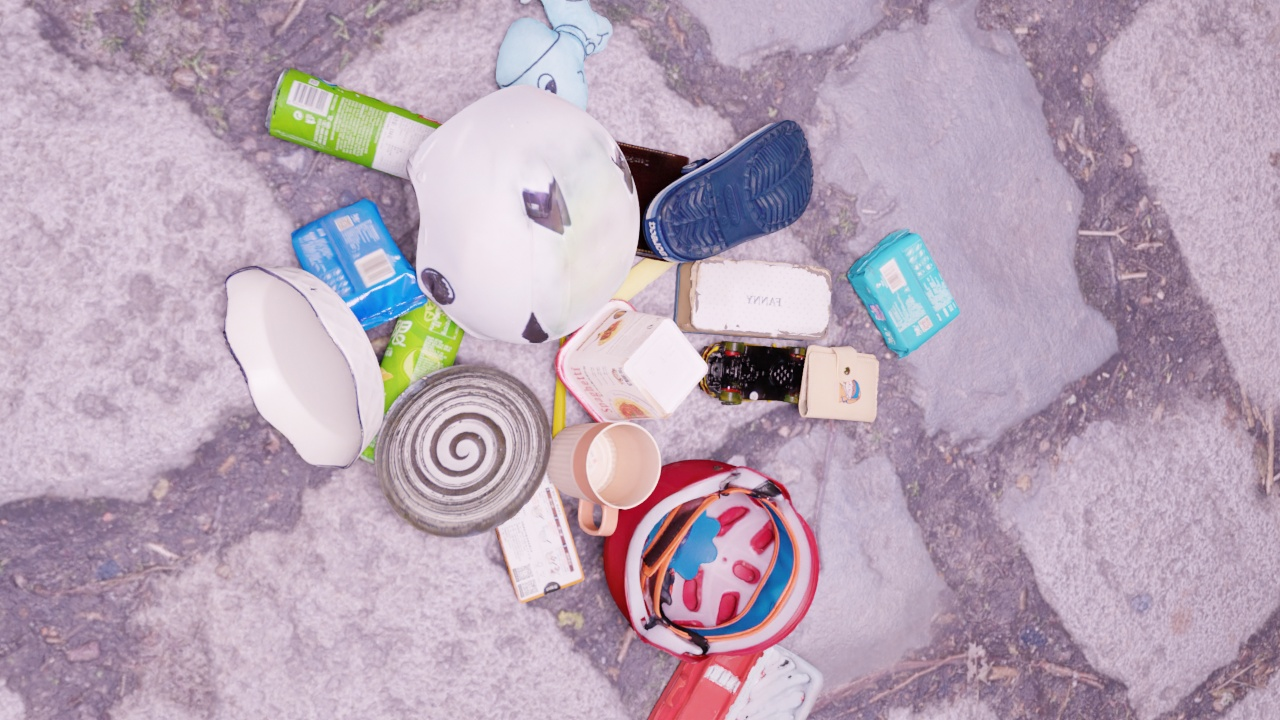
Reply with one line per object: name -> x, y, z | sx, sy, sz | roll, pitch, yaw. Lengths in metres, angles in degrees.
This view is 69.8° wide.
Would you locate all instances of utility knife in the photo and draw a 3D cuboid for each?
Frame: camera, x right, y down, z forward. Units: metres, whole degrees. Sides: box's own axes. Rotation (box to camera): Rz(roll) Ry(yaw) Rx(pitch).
utility knife -> -0.009, -0.083, 1.013 | 0.167, 0.018, 0.031 | -37, 105, -10

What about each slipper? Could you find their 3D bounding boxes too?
slipper -> 0.092, -0.175, 0.996 | 0.252, 0.095, 0.105 | -36, 116, -33

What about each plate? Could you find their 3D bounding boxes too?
plate -> -0.175, 0.088, 0.910 | 0.179, 0.024, 0.179 | -7, 106, -27
plate -> -0.309, 0.003, 0.850 | 0.045, 0.205, 0.205 | -32, 102, -42

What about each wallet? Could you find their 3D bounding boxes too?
wallet -> 0.234, 0.026, 1.067 | 0.115, 0.024, 0.087 | 6, 86, -33
wallet -> 0.000, -0.175, 1.006 | 0.096, 0.020, 0.122 | 11, 82, -16

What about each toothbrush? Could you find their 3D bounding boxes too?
toothbrush -> -0.083, 0.033, 0.983 | 0.015, 0.017, 0.190 | 6, 83, -35

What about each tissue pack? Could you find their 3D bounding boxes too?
tissue pack -> 0.312, -0.078, 1.086 | 0.093, 0.050, 0.133 | -35, 101, -14
tissue pack -> -0.277, -0.089, 0.894 | 0.095, 0.052, 0.157 | -27, 58, -14

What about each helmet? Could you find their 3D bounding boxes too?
helmet -> 0.064, 0.204, 0.984 | 0.240, 0.144, 0.207 | 29, 85, -32
helmet -> -0.085, -0.122, 0.866 | 0.228, 0.146, 0.259 | -35, 133, -40

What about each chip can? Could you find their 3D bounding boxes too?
chip can -> -0.241, -0.218, 0.912 | 0.236, 0.072, 0.072 | 17, 88, -16
chip can -> -0.225, 0.002, 0.927 | 0.072, 0.073, 0.221 | 21, 86, -16

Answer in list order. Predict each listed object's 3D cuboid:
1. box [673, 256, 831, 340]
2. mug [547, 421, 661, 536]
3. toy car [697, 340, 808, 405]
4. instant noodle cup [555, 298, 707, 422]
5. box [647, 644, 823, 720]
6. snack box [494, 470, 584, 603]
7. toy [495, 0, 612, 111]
box -> 0.121, -0.068, 1.029 | 0.184, 0.062, 0.090 | 6, 90, -14
mug -> -0.041, 0.119, 0.931 | 0.081, 0.106, 0.114 | 7, 84, -28
toy car -> 0.137, 0.015, 1.044 | 0.155, 0.041, 0.071 | 2, 94, -26
instant noodle cup -> -0.006, 0.006, 0.948 | 0.116, 0.124, 0.116 | -48, 115, -21
box -> 0.098, 0.405, 1.043 | 0.161, 0.059, 0.201 | 32, 83, 1
snack box -> -0.118, 0.177, 0.987 | 0.075, 0.026, 0.154 | -18, 97, -15
toy -> -0.095, -0.320, 0.963 | 0.156, 0.050, 0.161 | -34, 96, -14
